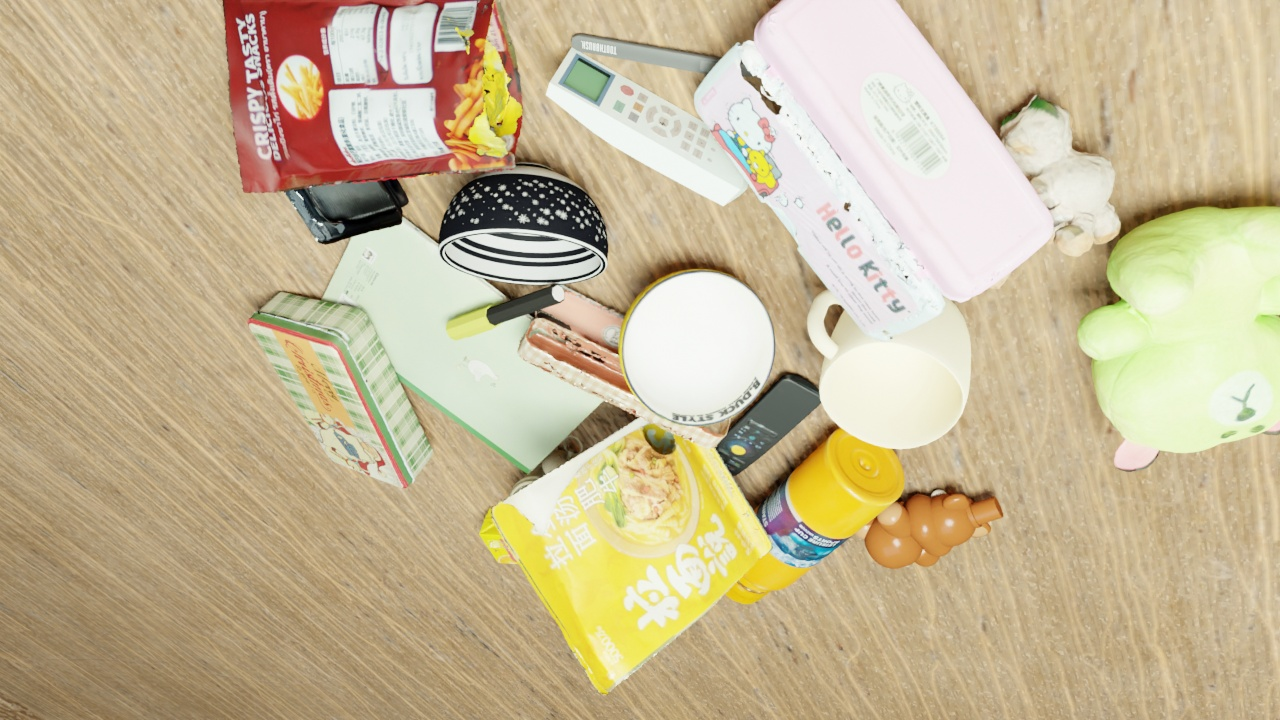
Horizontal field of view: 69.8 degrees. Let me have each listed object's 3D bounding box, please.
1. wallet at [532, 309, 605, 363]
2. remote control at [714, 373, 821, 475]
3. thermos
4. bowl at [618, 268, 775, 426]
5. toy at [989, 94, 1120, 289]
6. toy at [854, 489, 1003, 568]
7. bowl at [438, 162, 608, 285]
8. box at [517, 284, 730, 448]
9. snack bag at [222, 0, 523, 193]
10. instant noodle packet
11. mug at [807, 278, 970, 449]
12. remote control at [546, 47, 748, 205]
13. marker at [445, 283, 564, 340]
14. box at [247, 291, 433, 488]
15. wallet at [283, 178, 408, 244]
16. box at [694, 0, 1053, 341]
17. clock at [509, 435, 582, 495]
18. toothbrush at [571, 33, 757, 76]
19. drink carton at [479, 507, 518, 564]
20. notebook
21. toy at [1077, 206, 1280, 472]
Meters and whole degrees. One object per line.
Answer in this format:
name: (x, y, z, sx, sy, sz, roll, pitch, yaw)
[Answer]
wallet: (-0.042, -0.001, 0.793, 0.123, 0.019, 0.072, 26, 137, -7)
remote control: (0.103, 0.059, 0.806, 0.041, 0.020, 0.152, 28, 137, -10)
thermos: (0.137, 0.149, 0.844, 0.091, 0.076, 0.233, 27, 137, -6)
bowl: (0.038, -0.013, 0.705, 0.117, 0.067, 0.117, -1, 98, -9)
toy: (0.240, -0.105, 0.553, 0.074, 0.085, 0.106, 10, 125, 56)
toy: (0.255, 0.143, 0.820, 0.128, 0.065, 0.095, -26, 130, 27)
bowl: (-0.082, -0.103, 0.660, 0.120, 0.066, 0.120, 2, 168, 0)
box: (-0.005, 0.005, 0.749, 0.187, 0.082, 0.042, 26, 140, -10)
snack bag: (-0.188, -0.184, 0.615, 0.208, 0.066, 0.139, 0, 108, 12)
instant noodle packet: (-0.006, 0.144, 0.749, 0.084, 0.221, 0.163, -33, 87, 39)
mug: (0.173, -0.012, 0.651, 0.120, 0.099, 0.096, 31, 134, -4)
remote control: (0.007, -0.149, 0.603, 0.143, 0.049, 0.024, 27, 136, -9)
marker: (-0.108, -0.038, 0.735, 0.124, 0.017, 0.021, -15, 152, 37)
box: (-0.282, 0.032, 0.876, 0.118, 0.051, 0.206, 13, 138, 23)
wallet: (-0.237, -0.150, 0.700, 0.089, 0.026, 0.115, -9, 125, 25)
box: (0.127, -0.113, 0.532, 0.147, 0.077, 0.201, -37, 92, 29)
clock: (-0.084, 0.134, 0.907, 0.093, 0.054, 0.141, 28, 119, 17)
toothbrush: (0.036, -0.189, 0.581, 0.167, 0.013, 0.013, 13, 136, 10)
drink carton: (-0.103, 0.194, 0.998, 0.135, 0.042, 0.058, -2, 134, 21)
notebook: (-0.162, -0.010, 0.810, 0.252, 0.010, 0.182, 37, 135, -8)
toy: (0.355, -0.017, 0.589, 0.150, 0.107, 0.197, -19, 139, 5)
